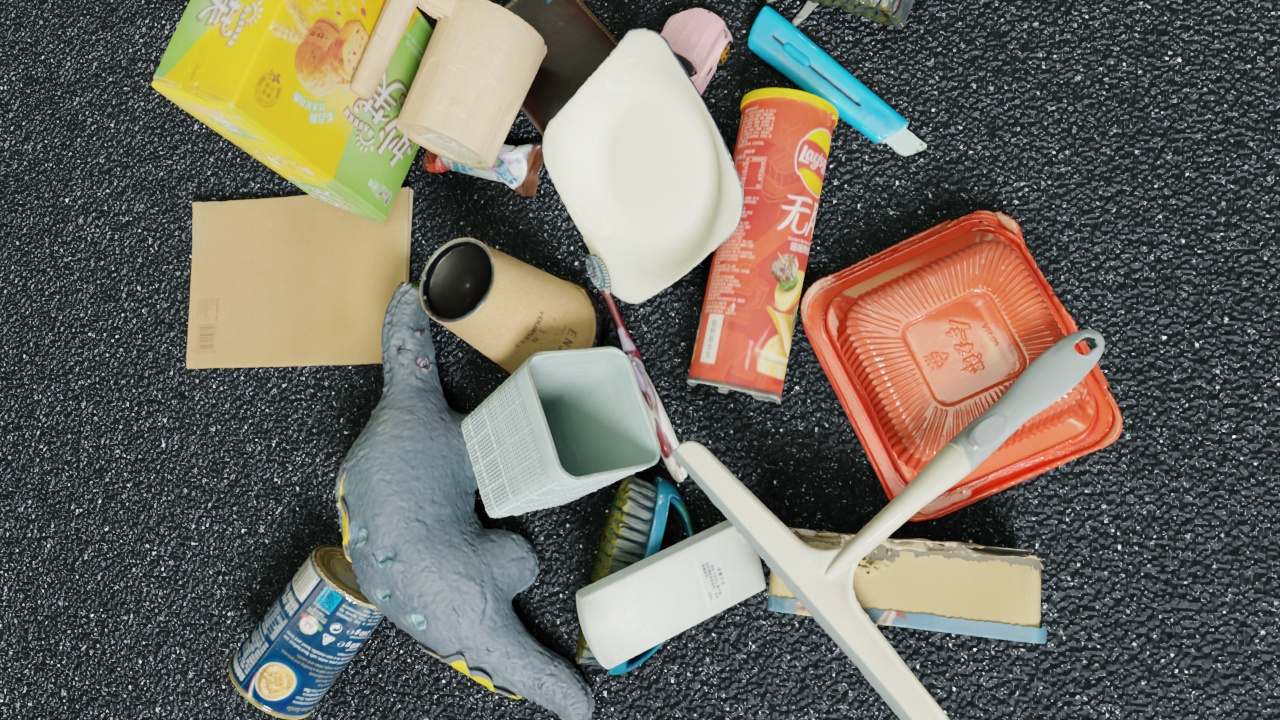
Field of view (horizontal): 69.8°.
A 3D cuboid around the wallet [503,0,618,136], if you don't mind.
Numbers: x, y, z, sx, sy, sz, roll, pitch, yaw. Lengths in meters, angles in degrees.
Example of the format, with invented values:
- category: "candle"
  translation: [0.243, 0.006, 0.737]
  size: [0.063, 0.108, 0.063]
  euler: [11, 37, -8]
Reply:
- category: "wallet"
  translation: [-0.070, -0.246, 0.749]
  size: [0.096, 0.020, 0.122]
  euler: [-40, 78, 6]

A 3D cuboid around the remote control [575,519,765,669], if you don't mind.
- category: "remote control"
  translation: [0.022, 0.158, 0.631]
  size: [0.135, 0.019, 0.056]
  euler: [-21, 102, -21]

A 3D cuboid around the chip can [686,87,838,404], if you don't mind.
- category: "chip can"
  translation: [0.087, -0.081, 0.659]
  size: [0.073, 0.073, 0.216]
  euler: [11, 85, 15]

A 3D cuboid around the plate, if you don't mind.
- category: "plate"
  translation: [0.005, -0.139, 0.676]
  size: [0.165, 0.034, 0.163]
  euler: [-33, 81, 46]

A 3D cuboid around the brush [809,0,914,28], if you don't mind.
- category: "brush"
  translation: [0.138, -0.299, 0.670]
  size: [0.146, 0.063, 0.069]
  euler: [25, 104, 18]

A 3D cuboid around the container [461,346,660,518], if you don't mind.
- category: "container"
  translation: [-0.062, 0.055, 0.649]
  size: [0.112, 0.089, 0.090]
  euler: [-34, 69, 43]

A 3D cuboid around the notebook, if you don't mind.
- category: "notebook"
  translation: [-0.295, -0.069, 0.785]
  size: [0.212, 0.012, 0.149]
  euler: [-1, 83, 14]

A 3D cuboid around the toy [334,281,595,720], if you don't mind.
- category: "toy"
  translation: [-0.152, 0.116, 0.685]
  size: [0.138, 0.091, 0.356]
  euler: [-20, 81, -4]

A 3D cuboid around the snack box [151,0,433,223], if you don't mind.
- category: "snack box"
  translation: [-0.232, -0.214, 0.679]
  size: [0.070, 0.210, 0.157]
  euler: [21, 83, 16]

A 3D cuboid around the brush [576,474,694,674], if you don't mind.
- category: "brush"
  translation: [0.002, 0.155, 0.661]
  size: [0.073, 0.055, 0.144]
  euler: [15, 86, -8]

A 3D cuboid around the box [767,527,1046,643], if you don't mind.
- category: "box"
  translation: [0.176, 0.145, 0.598]
  size: [0.184, 0.089, 0.059]
  euler: [4, 79, 18]

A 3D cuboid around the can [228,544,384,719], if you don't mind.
- category: "can"
  translation: [-0.250, 0.206, 0.705]
  size: [0.075, 0.075, 0.111]
  euler: [38, 93, 16]

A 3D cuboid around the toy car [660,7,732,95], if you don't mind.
- category: "toy car"
  translation: [0.023, -0.219, 0.712]
  size: [0.056, 0.037, 0.122]
  euler: [31, 90, 14]

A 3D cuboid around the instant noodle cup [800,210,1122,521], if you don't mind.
- category: "instant noodle cup"
  translation: [0.211, -0.004, 0.615]
  size: [0.164, 0.079, 0.188]
  euler: [-27, 75, 8]

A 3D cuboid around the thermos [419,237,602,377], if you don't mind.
- category: "thermos"
  translation: [-0.092, -0.034, 0.668]
  size: [0.093, 0.143, 0.093]
  euler: [-7, 72, 23]

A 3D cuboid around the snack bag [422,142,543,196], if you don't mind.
- category: "snack bag"
  translation: [-0.127, -0.164, 0.747]
  size: [0.105, 0.026, 0.045]
  euler: [16, 83, 14]

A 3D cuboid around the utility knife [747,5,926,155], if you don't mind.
- category: "utility knife"
  translation: [0.146, -0.206, 0.688]
  size: [0.166, 0.018, 0.034]
  euler: [43, 95, 14]

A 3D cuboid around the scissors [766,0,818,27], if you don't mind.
- category: "scissors"
  translation: [0.171, -0.328, 0.701]
  size: [0.169, 0.012, 0.146]
  euler: [-5, 83, 15]

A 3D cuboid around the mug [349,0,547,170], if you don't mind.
- category: "mug"
  translation: [-0.143, -0.216, 0.687]
  size: [0.084, 0.124, 0.103]
  euler: [16, 82, 51]

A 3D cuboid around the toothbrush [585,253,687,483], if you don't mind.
- category: "toothbrush"
  translation: [-0.004, 0.004, 0.693]
  size: [0.016, 0.017, 0.187]
  euler: [-24, 82, 13]

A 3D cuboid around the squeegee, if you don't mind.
- category: "squeegee"
  translation: [0.184, 0.064, 0.546]
  size: [0.246, 0.039, 0.246]
  euler: [-42, 72, 3]
